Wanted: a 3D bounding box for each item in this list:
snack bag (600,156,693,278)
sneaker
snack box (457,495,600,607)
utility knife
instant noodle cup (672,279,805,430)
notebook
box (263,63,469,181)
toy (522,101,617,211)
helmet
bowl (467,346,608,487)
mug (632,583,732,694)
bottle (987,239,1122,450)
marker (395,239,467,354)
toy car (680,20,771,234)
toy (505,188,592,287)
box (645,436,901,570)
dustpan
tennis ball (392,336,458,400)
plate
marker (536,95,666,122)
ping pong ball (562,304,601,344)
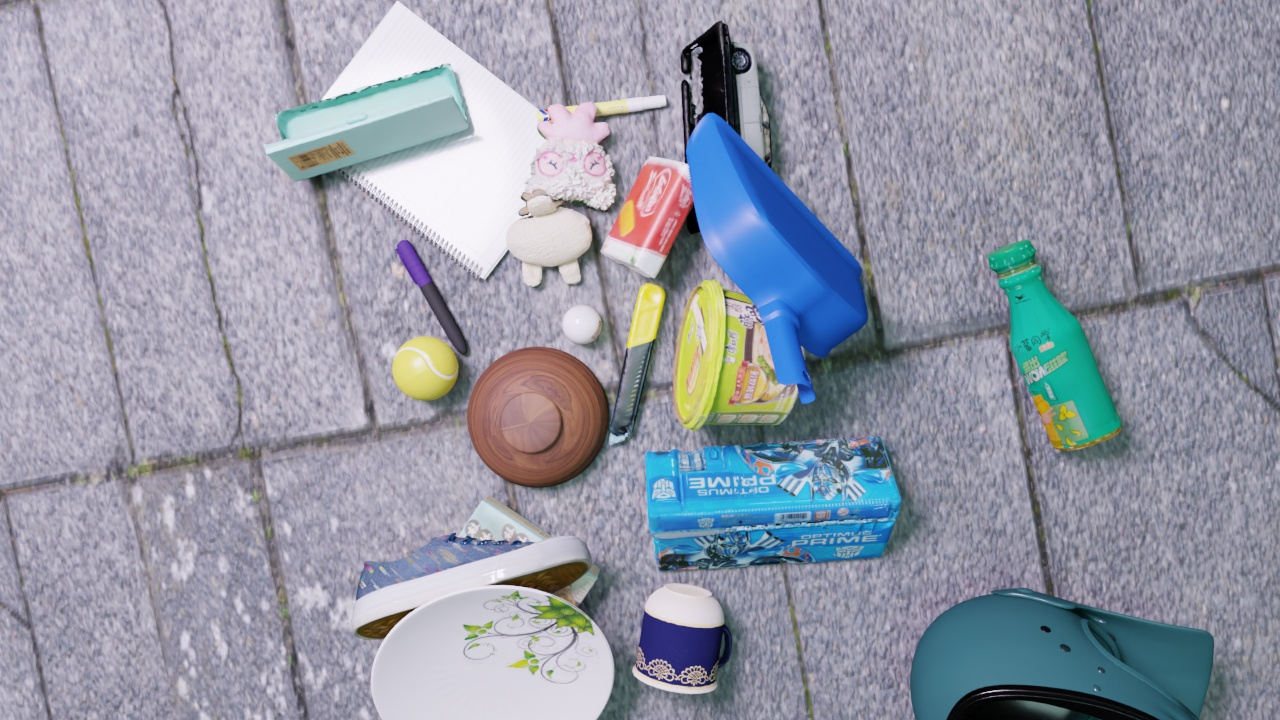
[{"bbox_3d":[0.012,-0.144,0.914,0.036,0.077,0.116,26,92,-36],"label":"snack bag"},{"bbox_3d":[-0.167,0.199,0.886,0.235,0.087,0.079,-15,57,-1],"label":"sneaker"},{"bbox_3d":[-0.153,0.258,0.944,0.141,0.044,0.193,34,93,1],"label":"snack box"},{"bbox_3d":[-0.006,0.006,0.946,0.029,0.020,0.172,14,91,2],"label":"utility knife"},{"bbox_3d":[0.094,-0.001,0.887,0.098,0.146,0.146,7,92,-10],"label":"instant noodle cup"},{"bbox_3d":[-0.207,-0.225,0.947,0.245,0.013,0.178,38,91,0],"label":"notebook"},{"bbox_3d":[-0.269,-0.239,0.894,0.188,0.093,0.077,-16,91,-1],"label":"box"},{"bbox_3d":[-0.069,-0.206,0.922,0.095,0.041,0.109,0,98,-13],"label":"toy"},{"bbox_3d":[0.395,0.312,0.858,0.275,0.199,0.176,5,108,17],"label":"helmet"},{"bbox_3d":[-0.107,0.060,0.925,0.147,0.069,0.147,0,92,1],"label":"bowl"},{"bbox_3d":[0.052,0.276,0.929,0.111,0.086,0.089,9,89,-35],"label":"mug"},{"bbox_3d":[0.406,-0.017,0.913,0.068,0.068,0.209,-23,91,1],"label":"bottle"},{"bbox_3d":[-0.216,-0.065,0.950,0.018,0.015,0.134,-29,91,30],"label":"marker"},{"bbox_3d":[0.090,-0.226,0.915,0.071,0.094,0.191,-4,90,-24],"label":"toy car"},{"bbox_3d":[-0.093,-0.126,0.926,0.087,0.050,0.112,-9,118,3],"label":"toy"},{"bbox_3d":[0.130,0.154,0.940,0.243,0.093,0.115,-4,132,1],"label":"box"},{"bbox_3d":[0.133,-0.065,0.800,0.060,0.257,0.245,-37,122,24],"label":"dustpan"},{"bbox_3d":[-0.217,0.008,0.927,0.065,0.065,0.065,0,92,1],"label":"tennis ball"},{"bbox_3d":[-0.141,0.301,0.889,0.229,0.030,0.230,-3,116,-6],"label":"plate"},{"bbox_3d":[-0.040,-0.257,0.938,0.132,0.014,0.014,-8,91,-3],"label":"marker"},{"bbox_3d":[-0.060,-0.037,0.935,0.040,0.040,0.040,0,92,1],"label":"ping pong ball"}]
